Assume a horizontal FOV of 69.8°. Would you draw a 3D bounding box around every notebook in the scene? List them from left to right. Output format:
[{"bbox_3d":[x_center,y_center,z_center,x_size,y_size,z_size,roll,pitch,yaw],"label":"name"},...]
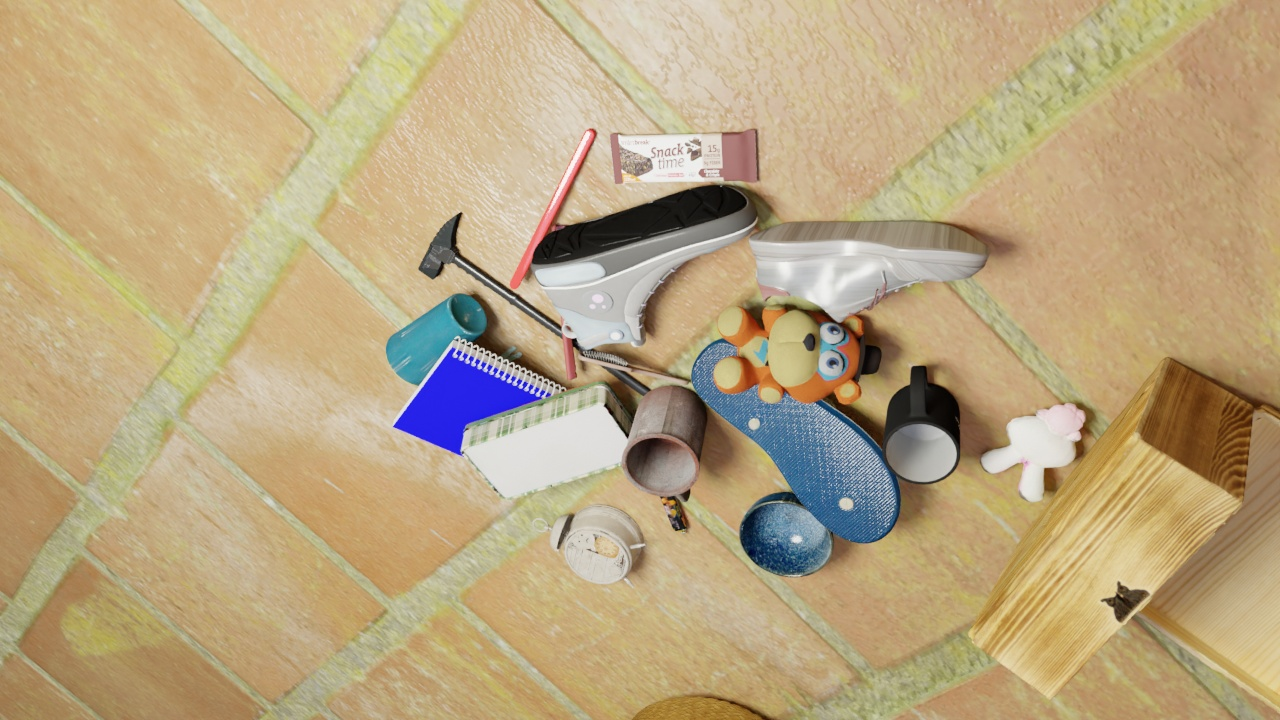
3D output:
[{"bbox_3d":[-0.178,0.070,1.156,0.209,0.022,0.172,27,126,-23],"label":"notebook"}]

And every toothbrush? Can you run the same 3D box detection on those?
[{"bbox_3d":[-0.101,-0.169,1.042,0.012,0.017,0.213,30,116,-3],"label":"toothbrush"},{"bbox_3d":[-0.087,-0.067,1.084,0.016,0.016,0.190,-2,111,6],"label":"toothbrush"}]

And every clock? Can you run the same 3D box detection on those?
[{"bbox_3d":[-0.073,0.247,1.235,0.157,0.061,0.104,18,122,7],"label":"clock"}]

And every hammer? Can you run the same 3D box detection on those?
[{"bbox_3d":[-0.117,-0.055,1.115,0.325,0.015,0.095,35,122,-2],"label":"hammer"}]

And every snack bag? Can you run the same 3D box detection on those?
[{"bbox_3d":[0.044,-0.215,0.972,0.158,0.013,0.057,4,117,17],"label":"snack bag"}]

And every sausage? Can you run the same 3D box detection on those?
[{"bbox_3d":[0.030,0.161,1.177,0.020,0.020,0.155,-10,113,23],"label":"sausage"}]

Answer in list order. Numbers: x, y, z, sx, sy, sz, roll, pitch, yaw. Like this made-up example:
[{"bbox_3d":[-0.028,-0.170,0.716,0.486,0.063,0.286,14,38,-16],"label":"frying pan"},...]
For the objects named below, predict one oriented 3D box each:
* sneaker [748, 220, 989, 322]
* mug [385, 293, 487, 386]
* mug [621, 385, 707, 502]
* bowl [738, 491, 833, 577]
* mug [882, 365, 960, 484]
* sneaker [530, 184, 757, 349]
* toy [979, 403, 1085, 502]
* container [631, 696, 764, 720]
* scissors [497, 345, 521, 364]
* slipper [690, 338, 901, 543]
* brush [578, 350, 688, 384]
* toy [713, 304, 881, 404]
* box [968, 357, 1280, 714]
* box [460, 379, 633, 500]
[{"bbox_3d":[0.227,-0.086,0.932,0.236,0.099,0.089,6,118,24],"label":"sneaker"},{"bbox_3d":[-0.248,-0.029,1.131,0.122,0.078,0.078,-32,103,33],"label":"mug"},{"bbox_3d":[0.037,0.106,1.090,0.096,0.110,0.123,-10,120,23],"label":"mug"},{"bbox_3d":[0.182,0.202,1.122,0.114,0.060,0.114,9,122,14],"label":"bowl"},{"bbox_3d":[0.302,0.062,0.988,0.078,0.087,0.114,-2,117,20],"label":"mug"},{"bbox_3d":[0.017,-0.090,1.015,0.257,0.092,0.160,-11,127,17],"label":"sneaker"},{"bbox_3d":[0.430,0.093,0.991,0.079,0.037,0.123,38,124,11],"label":"toy"},{"bbox_3d":[0.091,0.634,1.310,0.307,0.196,0.307,9,121,16],"label":"container"},{"bbox_3d":[-0.209,0.009,1.186,0.142,0.015,0.076,-40,98,25],"label":"scissors"},{"bbox_3d":[0.185,0.083,1.061,0.295,0.060,0.118,42,118,9],"label":"slipper"},{"bbox_3d":[-0.007,0.006,1.087,0.135,0.050,0.015,14,95,-8],"label":"brush"},{"bbox_3d":[0.168,-0.005,0.990,0.176,0.112,0.096,5,161,-2],"label":"toy"},{"bbox_3d":[0.564,0.211,0.881,0.336,0.285,0.280,33,124,19],"label":"box"},{"bbox_3d":[-0.109,0.100,1.137,0.206,0.050,0.118,-21,127,18],"label":"box"}]
